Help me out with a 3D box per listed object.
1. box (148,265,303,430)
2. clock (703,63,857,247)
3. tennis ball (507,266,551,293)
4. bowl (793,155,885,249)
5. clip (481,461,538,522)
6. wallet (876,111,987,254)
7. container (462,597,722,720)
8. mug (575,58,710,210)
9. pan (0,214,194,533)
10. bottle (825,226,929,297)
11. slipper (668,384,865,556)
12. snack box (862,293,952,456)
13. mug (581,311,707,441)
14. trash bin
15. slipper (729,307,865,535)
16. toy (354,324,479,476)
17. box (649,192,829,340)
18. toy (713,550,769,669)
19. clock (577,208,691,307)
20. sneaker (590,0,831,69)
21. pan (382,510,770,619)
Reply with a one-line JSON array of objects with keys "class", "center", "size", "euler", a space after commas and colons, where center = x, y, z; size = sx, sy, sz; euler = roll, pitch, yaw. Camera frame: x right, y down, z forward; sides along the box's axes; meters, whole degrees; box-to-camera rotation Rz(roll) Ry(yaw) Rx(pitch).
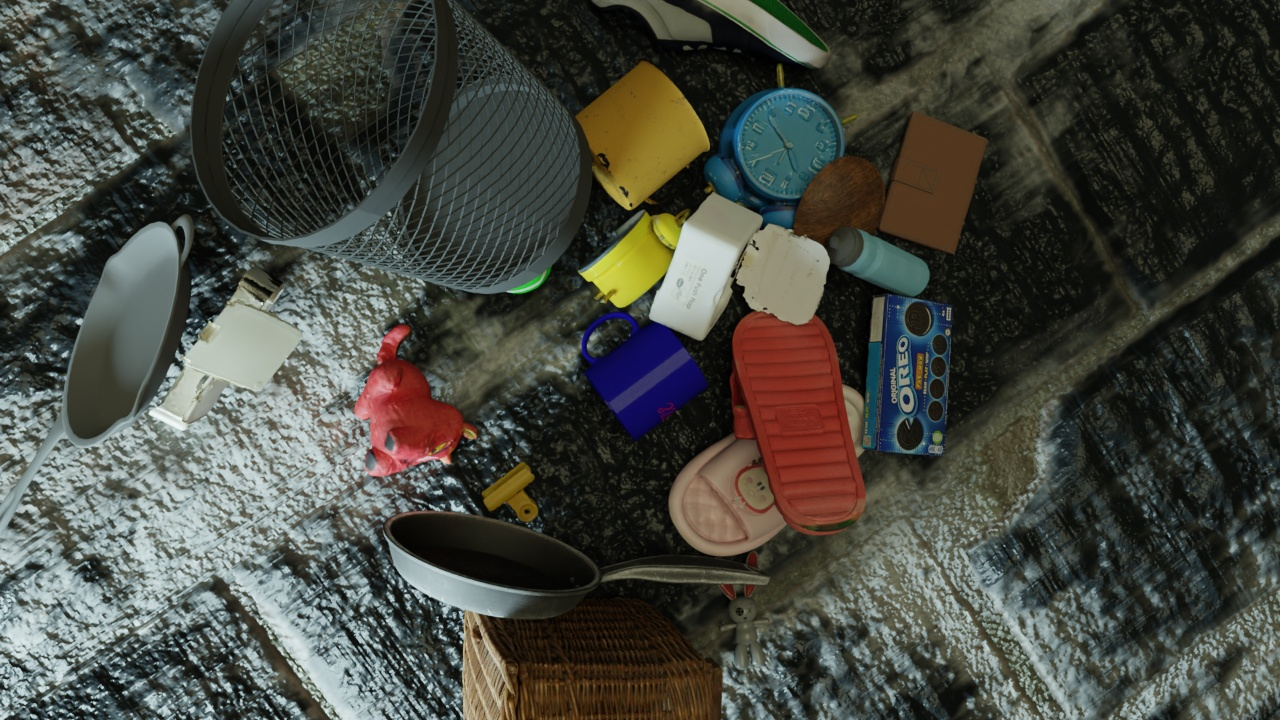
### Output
[{"class": "box", "center": [-0.334, 0.006, 0.753], "size": [0.070, 0.186, 0.143], "euler": [34, 92, -19]}, {"class": "clock", "center": [0.126, -0.183, 0.859], "size": [0.117, 0.060, 0.161], "euler": [29, 91, -8]}, {"class": "tennis ball", "center": [-0.112, -0.093, 0.831], "size": [0.065, 0.065, 0.065], "euler": [0, 92, -7]}, {"class": "bowl", "center": [0.193, -0.135, 0.852], "size": [0.114, 0.026, 0.102], "euler": [9, 113, -43]}, {"class": "clip", "center": [-0.116, 0.128, 0.856], "size": [0.054, 0.044, 0.049], "euler": [-37, 70, -6]}, {"class": "wallet", "center": [0.287, -0.174, 0.902], "size": [0.087, 0.013, 0.121], "euler": [17, 90, -12]}, {"class": "container", "center": [-0.049, 0.287, 0.771], "size": [0.183, 0.250, 0.162], "euler": [2, 91, -17]}, {"class": "mug", "center": [0.001, -0.192, 0.830], "size": [0.094, 0.100, 0.124], "euler": [-40, 124, -2]}, {"class": "pan", "center": [-0.458, 0.026, 0.772], "size": [0.024, 0.216, 0.355], "euler": [25, 111, -46]}, {"class": "bottle", "center": [0.218, -0.092, 0.853], "size": [0.130, 0.040, 0.040], "euler": [15, 90, -40]}, {"class": "slipper", "center": [0.130, 0.104, 0.871], "size": [0.221, 0.056, 0.107], "euler": [-34, 96, -8]}, {"class": "snack box", "center": [0.256, 0.015, 0.881], "size": [0.082, 0.027, 0.150], "euler": [5, 86, -26]}, {"class": "mug", "center": [-0.005, 0.005, 0.843], "size": [0.083, 0.079, 0.111], "euler": [-37, 84, -5]}, {"class": "trash bin", "center": [-0.173, -0.167, 0.707], "size": [0.218, 0.227, 0.217], "euler": [-5, 79, 25]}, {"class": "slipper", "center": [0.135, 0.053, 0.820], "size": [0.103, 0.059, 0.248], "euler": [-1, 50, -5]}, {"class": "toy", "center": [-0.206, 0.036, 0.836], "size": [0.094, 0.088, 0.132], "euler": [2, 70, -39]}, {"class": "box", "center": [0.098, -0.070, 0.819], "size": [0.136, 0.120, 0.109], "euler": [28, 122, 8]}, {"class": "toy", "center": [0.098, 0.240, 0.884], "size": [0.049, 0.030, 0.111], "euler": [-8, 89, -3]}, {"class": "clock", "center": [-0.002, -0.101, 0.836], "size": [0.118, 0.083, 0.057], "euler": [-44, 101, -1]}, {"class": "sneaker", "center": [0.062, -0.314, 0.848], "size": [0.235, 0.084, 0.079], "euler": [21, 124, -15]}, {"class": "pan", "center": [-0.048, 0.183, 0.804], "size": [0.356, 0.187, 0.055], "euler": [14, 93, -20]}]
